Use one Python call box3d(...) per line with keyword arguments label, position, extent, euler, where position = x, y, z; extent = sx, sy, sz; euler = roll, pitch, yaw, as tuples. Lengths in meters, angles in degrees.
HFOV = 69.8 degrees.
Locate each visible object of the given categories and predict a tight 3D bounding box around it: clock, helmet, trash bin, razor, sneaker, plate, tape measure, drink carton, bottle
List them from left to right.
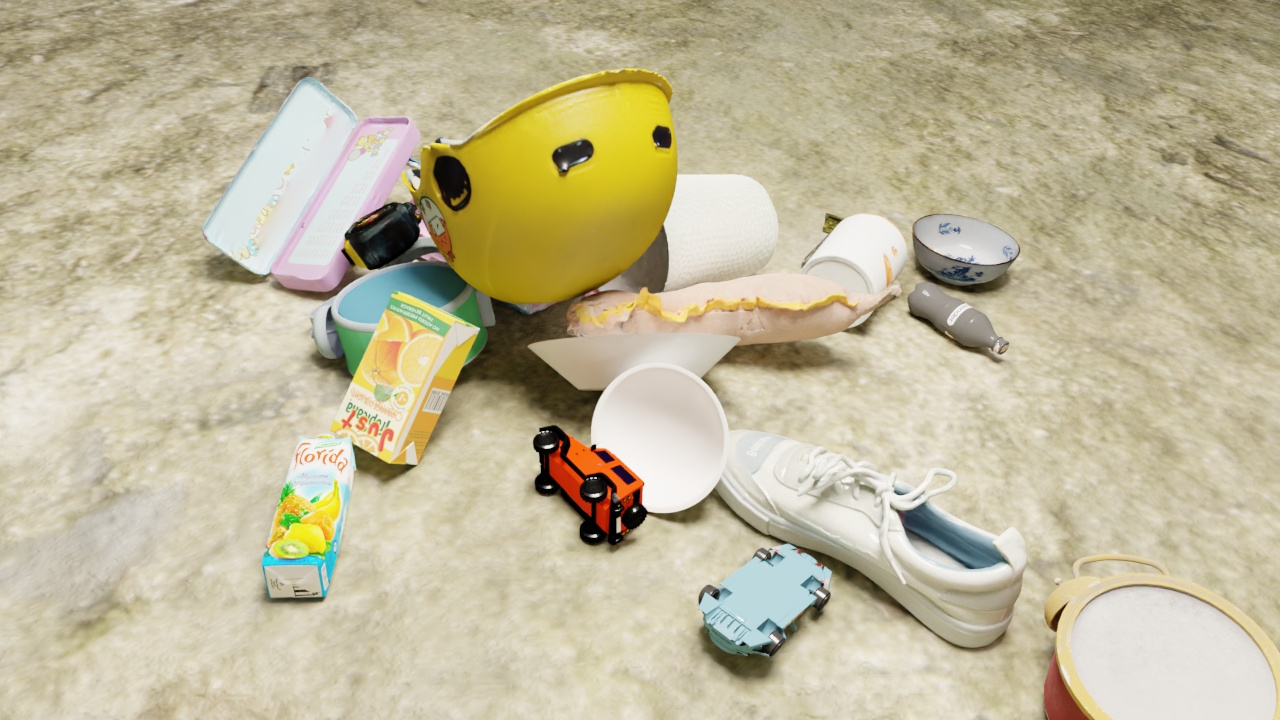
box3d(label="drink carton", position=(-0.225, 0.103, 0.628), extent=(0.044, 0.039, 0.128), euler=(1, 36, -7))
box3d(label="tape measure", position=(-0.237, -0.114, 0.841), extent=(0.072, 0.042, 0.072), euler=(-16, 28, 22))
box3d(label="clock", position=(-0.214, -0.033, 0.796), extent=(0.162, 0.075, 0.121), euler=(8, 35, 25))
box3d(label="drink carton", position=(-0.178, 0.017, 0.691), extent=(0.058, 0.122, 0.041), euler=(25, 1, 19))
box3d(label="helmet", position=(-0.061, -0.120, 0.727), extent=(0.208, 0.139, 0.241), euler=(-19, 4, -32))
box3d(label="plate", position=(-0.005, 0.004, 0.754), extent=(0.174, 0.036, 0.174), euler=(-2, -4, 0))
box3d(label="trash bin", position=(0.044, -0.123, 0.908), extent=(0.161, 0.133, 0.133), euler=(-16, 41, -37))
box3d(label="razor", position=(0.207, -0.131, 1.030), extent=(0.042, 0.026, 0.105), euler=(26, 44, 22))
box3d(label="sneaker", position=(0.155, 0.097, 0.648), extent=(0.242, 0.091, 0.089), euler=(30, 43, 30))
box3d(label="bottle", position=(0.314, -0.040, 0.905), extent=(0.036, 0.036, 0.110), euler=(-19, 43, -31))
box3d(label="clock", position=(0.302, 0.186, 0.550), extent=(0.117, 0.081, 0.158), euler=(0, 44, 10))

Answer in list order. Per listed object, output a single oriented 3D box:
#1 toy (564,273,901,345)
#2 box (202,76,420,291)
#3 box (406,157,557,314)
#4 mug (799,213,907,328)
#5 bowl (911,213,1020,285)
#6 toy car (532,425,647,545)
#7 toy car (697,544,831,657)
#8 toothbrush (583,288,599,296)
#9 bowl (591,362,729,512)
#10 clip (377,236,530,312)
box3d(label="toy", position=(0.071, -0.047, 0.787), extent=(0.263, 0.065, 0.197), euler=(-1, -9, -39))
box3d(label="box", position=(-0.320, -0.173, 0.907), extent=(0.140, 0.062, 0.213), euler=(23, 63, -6))
box3d(label="box", position=(-0.165, -0.138, 0.925), extent=(0.230, 0.091, 0.084), euler=(29, 40, 29))
box3d(label="mug", position=(0.214, -0.091, 0.923), extent=(0.082, 0.082, 0.105), euler=(22, 40, 20))
box3d(label="bowl", position=(0.350, -0.115, 1.007), extent=(0.114, 0.045, 0.114), euler=(4, 36, -3))
box3d(label="toy car", position=(-0.038, 0.088, 0.666), extent=(0.048, 0.051, 0.100), euler=(-25, 46, -30))
box3d(label="toy car", position=(0.082, 0.161, 0.603), extent=(0.060, 0.028, 0.107), euler=(30, 33, 30))
box3d(label="toothbrush", position=(-0.017, -0.097, 0.954), extent=(0.021, 0.016, 0.135), euler=(31, 42, 20))
box3d(label="bowl", position=(0.021, 0.057, 0.691), extent=(0.110, 0.110, 0.040), euler=(23, 11, 22))
box3d(label="clip", position=(-0.171, -0.075, 0.859), extent=(0.162, 0.090, 0.027), euler=(-9, -9, 17))
